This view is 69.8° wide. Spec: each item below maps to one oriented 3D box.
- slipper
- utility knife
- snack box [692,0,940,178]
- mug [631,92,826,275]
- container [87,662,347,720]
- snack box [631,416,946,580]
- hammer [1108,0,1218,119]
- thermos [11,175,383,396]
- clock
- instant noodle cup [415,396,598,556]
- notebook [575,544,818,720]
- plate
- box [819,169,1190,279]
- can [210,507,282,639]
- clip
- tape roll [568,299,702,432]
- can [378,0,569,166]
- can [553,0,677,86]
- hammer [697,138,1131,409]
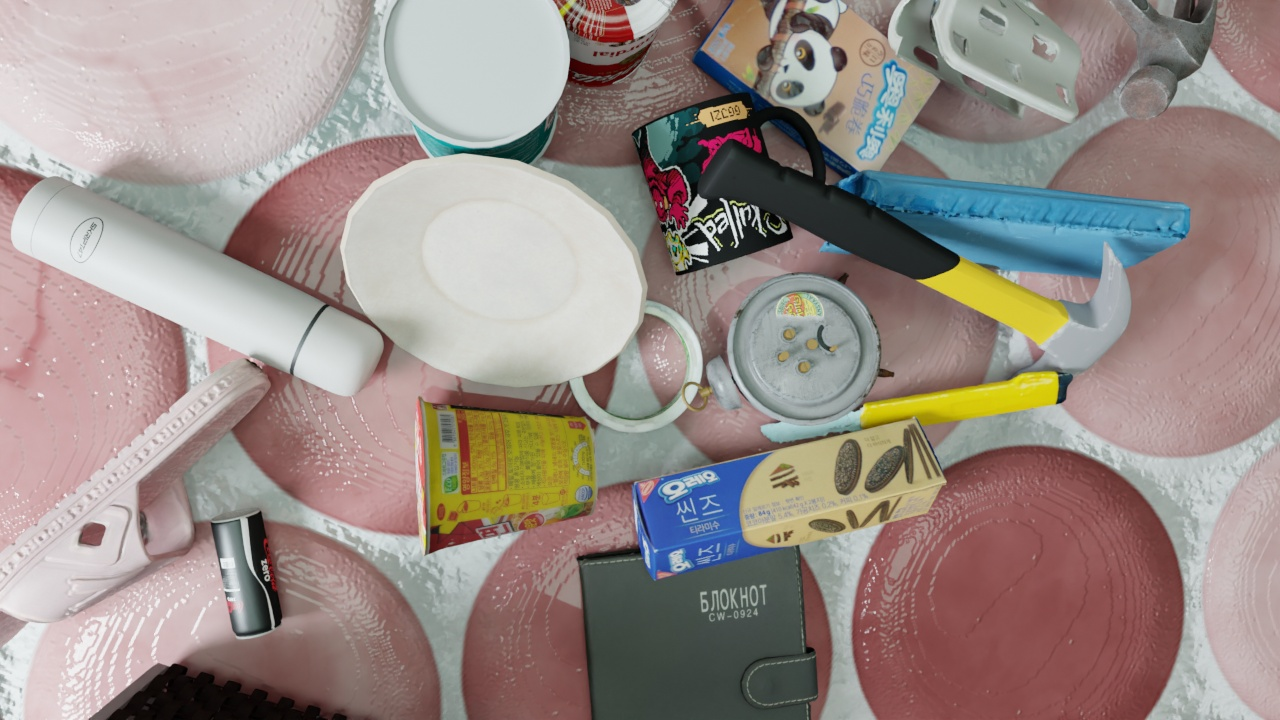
[{"bbox_3d":[-0.314,0.101,0.570,0.064,0.094,0.239,44,84,-3],"label":"slipper"},{"bbox_3d":[0.194,0.035,0.651,0.217,0.019,0.030,-11,116,3],"label":"utility knife"},{"bbox_3d":[0.122,-0.201,0.636,0.151,0.034,0.087,35,89,-8],"label":"snack box"},{"bbox_3d":[0.065,-0.121,0.610,0.118,0.082,0.098,-18,96,-4],"label":"mug"},{"bbox_3d":[-0.243,0.349,0.523,0.243,0.247,0.245,24,90,-5],"label":"container"},{"bbox_3d":[0.099,0.096,0.632,0.206,0.056,0.057,-13,57,-7],"label":"snack box"},{"bbox_3d":[0.274,-0.318,0.616,0.314,0.035,0.137,45,64,-8],"label":"hammer"},{"bbox_3d":[-0.274,-0.043,0.585,0.224,0.052,0.052,26,90,-8],"label":"thermos"},{"bbox_3d":[0.096,-0.001,0.630,0.148,0.056,0.104,-23,83,-5],"label":"clock"},{"bbox_3d":[-0.089,0.074,0.602,0.112,0.100,0.100,0,94,-16],"label":"instant noodle cup"},{"bbox_3d":[0.045,0.235,0.661,0.169,0.029,0.209,-5,96,-7],"label":"notebook"},{"bbox_3d":[-0.089,-0.055,0.575,0.189,0.027,0.189,4,137,3],"label":"plate"},{"bbox_3d":[0.244,-0.090,0.632,0.231,0.093,0.054,4,92,-9],"label":"box"},{"bbox_3d":[-0.261,0.141,0.610,0.031,0.031,0.080,-10,95,-7],"label":"can"},{"bbox_3d":[0.229,-0.229,0.633,0.126,0.099,0.152,15,57,-28],"label":"clip"},{"bbox_3d":[-0.004,0.004,0.642,0.094,0.018,0.094,0,94,-7],"label":"tape roll"},{"bbox_3d":[-0.097,-0.167,0.554,0.099,0.144,0.099,0,94,-8],"label":"can"},{"bbox_3d":[-0.026,-0.228,0.574,0.086,0.116,0.086,0,94,-8],"label":"can"},{"bbox_3d":[0.184,-0.063,0.589,0.323,0.029,0.127,21,130,-22],"label":"hammer"}]
